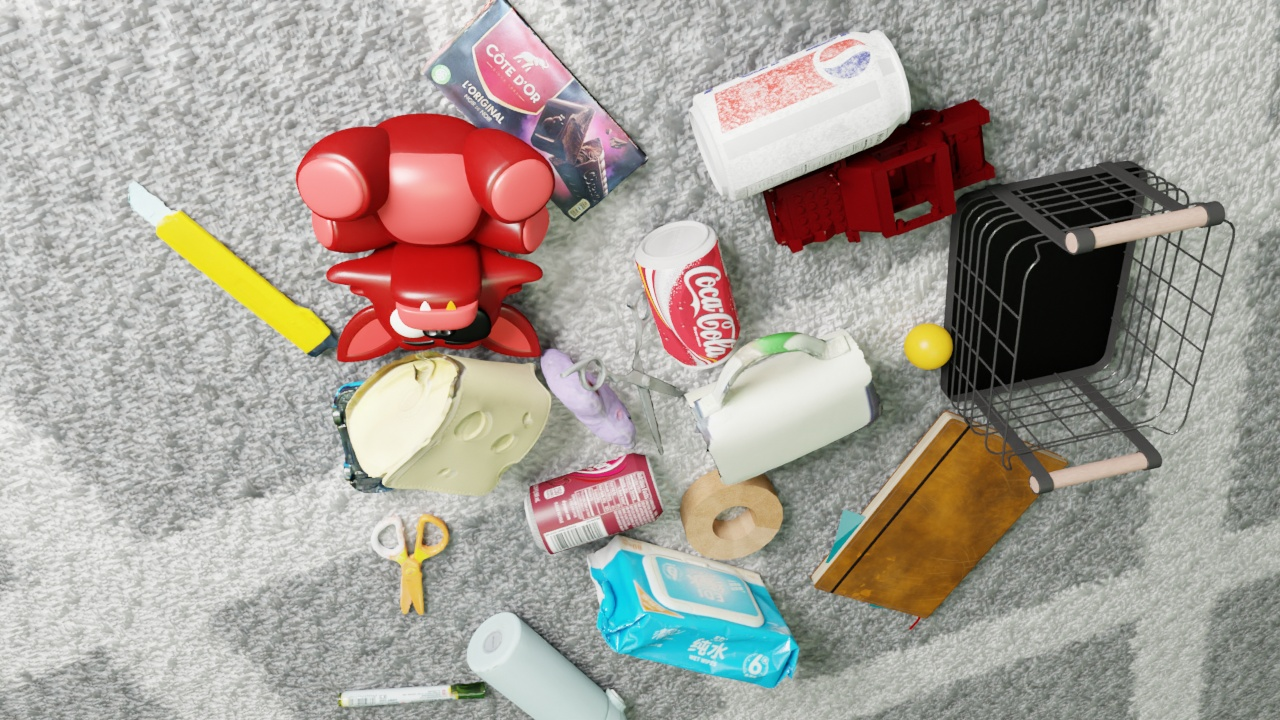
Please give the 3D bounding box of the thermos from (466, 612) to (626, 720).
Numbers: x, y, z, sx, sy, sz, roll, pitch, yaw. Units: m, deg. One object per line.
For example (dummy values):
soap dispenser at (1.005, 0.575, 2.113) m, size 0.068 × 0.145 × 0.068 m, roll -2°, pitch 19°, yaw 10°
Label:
thermos at (-0.089, 0.336, 0.935) m, size 0.077 × 0.065 × 0.207 m, roll -46°, pitch 124°, yaw -12°

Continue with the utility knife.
utility knife at (-0.292, -0.062, 0.660) m, size 0.030 × 0.017 × 0.175 m, roll -40°, pitch 122°, yaw 9°

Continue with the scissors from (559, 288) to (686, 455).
scissors at (-0.008, 0.015, 0.723) m, size 0.171 × 0.014 × 0.141 m, roll -13°, pitch 105°, yaw -54°

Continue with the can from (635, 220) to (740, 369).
can at (0.038, -0.049, 0.707) m, size 0.064 × 0.064 × 0.105 m, roll -19°, pitch 125°, yaw 1°

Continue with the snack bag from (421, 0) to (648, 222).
snack bag at (-0.070, -0.170, 0.635) m, size 0.075 × 0.018 × 0.155 m, roll -39°, pitch 120°, yaw 15°

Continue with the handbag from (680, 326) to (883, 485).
handbag at (0.108, 0.017, 0.740) m, size 0.151 × 0.074 × 0.176 m, roll -25°, pitch 149°, yaw 5°

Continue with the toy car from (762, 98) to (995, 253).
toy car at (0.181, -0.132, 0.683) m, size 0.170 × 0.061 × 0.070 m, roll -20°, pitch 124°, yaw 2°

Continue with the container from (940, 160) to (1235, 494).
container at (0.352, -0.030, 0.743) m, size 0.163 × 0.130 × 0.242 m, roll -12°, pitch 124°, yaw -4°

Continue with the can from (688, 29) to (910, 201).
can at (0.108, -0.169, 0.634) m, size 0.136 × 0.078 × 0.078 m, roll -22°, pitch 124°, yaw 3°

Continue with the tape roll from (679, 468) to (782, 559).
tape roll at (0.085, 0.144, 0.866) m, size 0.094 × 0.027 × 0.094 m, roll -5°, pitch 124°, yaw -8°

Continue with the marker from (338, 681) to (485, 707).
marker at (-0.233, 0.342, 0.939) m, size 0.146 × 0.017 × 0.017 m, roll 0°, pitch 123°, yaw -12°

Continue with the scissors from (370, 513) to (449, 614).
scissors at (-0.219, 0.192, 0.845) m, size 0.073 × 0.012 × 0.132 m, roll 7°, pitch 120°, yaw -15°

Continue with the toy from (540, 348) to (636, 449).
toy at (-0.042, 0.029, 0.742) m, size 0.036 × 0.080 × 0.099 m, roll -42°, pitch 140°, yaw -1°

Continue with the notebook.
notebook at (0.289, 0.169, 0.931) m, size 0.178 × 0.014 × 0.250 m, roll 20°, pitch 117°, yaw -23°

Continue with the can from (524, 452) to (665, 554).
can at (-0.040, 0.125, 0.807) m, size 0.114 × 0.063 × 0.063 m, roll -18°, pitch 125°, yaw 1°

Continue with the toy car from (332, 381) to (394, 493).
toy car at (-0.220, 0.061, 0.746) m, size 0.048 × 0.032 × 0.105 m, roll -6°, pitch 122°, yaw -8°

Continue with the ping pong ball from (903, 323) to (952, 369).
ping pong ball at (0.247, -0.012, 0.788) m, size 0.040 × 0.040 × 0.040 m, roll -5°, pitch 124°, yaw -8°

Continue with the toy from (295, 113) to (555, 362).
toy at (-0.141, -0.071, 0.632) m, size 0.158 × 0.120 × 0.198 m, roll -3°, pitch 132°, yaw -13°

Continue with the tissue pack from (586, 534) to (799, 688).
tissue pack at (0.045, 0.236, 0.866) m, size 0.209 × 0.117 × 0.066 m, roll 19°, pitch 111°, yaw -23°

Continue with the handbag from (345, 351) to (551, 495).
handbag at (-0.142, 0.043, 0.693) m, size 0.111 × 0.081 × 0.119 m, roll -40°, pitch 151°, yaw 23°
